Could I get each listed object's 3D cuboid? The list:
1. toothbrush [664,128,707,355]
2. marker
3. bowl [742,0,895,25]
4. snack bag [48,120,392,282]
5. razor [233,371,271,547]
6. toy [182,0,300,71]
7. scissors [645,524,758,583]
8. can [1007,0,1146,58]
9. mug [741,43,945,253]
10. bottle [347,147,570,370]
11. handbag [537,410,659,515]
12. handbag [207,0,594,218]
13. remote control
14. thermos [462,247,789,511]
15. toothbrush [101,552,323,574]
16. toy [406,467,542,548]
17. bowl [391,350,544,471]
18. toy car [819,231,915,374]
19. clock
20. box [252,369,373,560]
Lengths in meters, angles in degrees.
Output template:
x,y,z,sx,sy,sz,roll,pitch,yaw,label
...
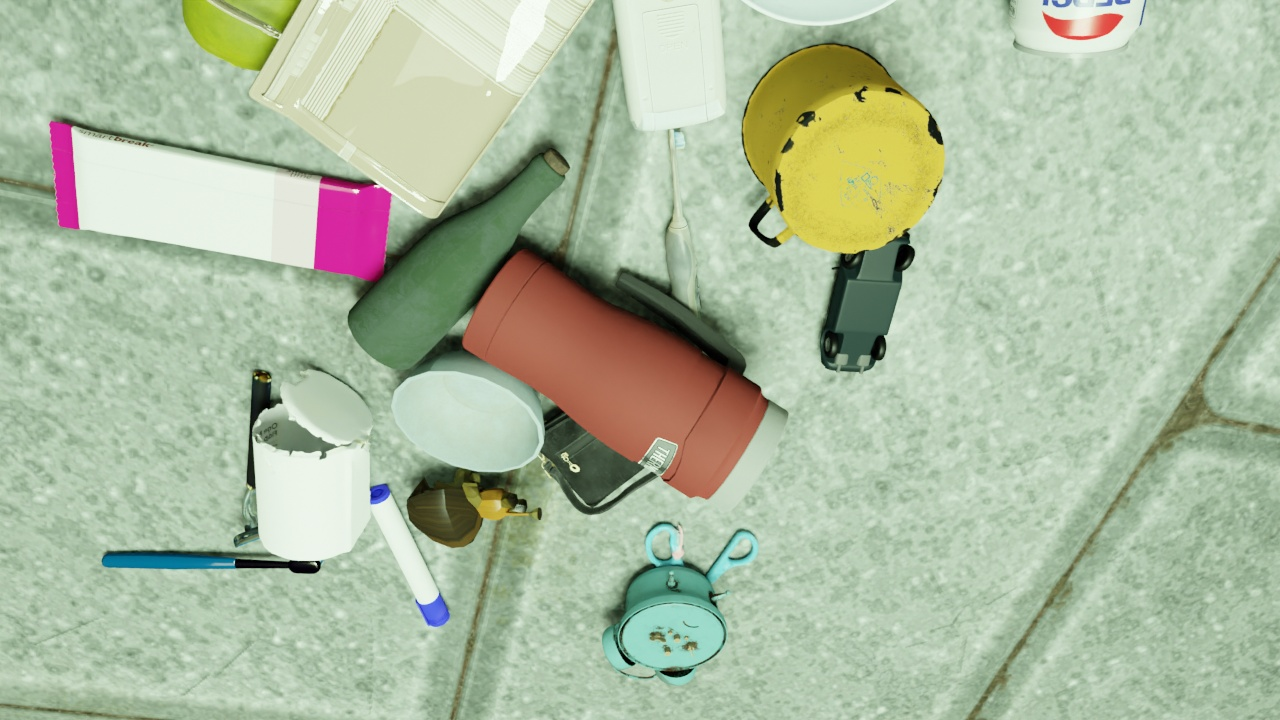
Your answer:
x,y,z,sx,sy,sz,roll,pitch,yaw,label
0.028,-0.064,0.614,0.024,0.022,0.186,-10,121,-2,toothbrush
-0.185,0.159,0.732,0.020,0.020,0.142,-13,122,3,marker
0.090,-0.254,0.469,0.144,0.074,0.144,-2,122,-4,bowl
-0.257,-0.096,0.571,0.196,0.016,0.070,9,121,-11,snack bag
-0.279,0.071,0.671,0.042,0.022,0.144,-18,129,-46,razor
-0.209,-0.207,0.485,0.090,0.051,0.110,20,119,-20,toy
0.057,0.183,0.777,0.111,0.015,0.141,-13,128,4,scissors
0.243,-0.238,0.495,0.070,0.070,0.132,-6,122,-2,can
0.110,-0.115,0.545,0.100,0.094,0.124,32,114,-22,mug
-0.110,-0.068,0.579,0.174,0.055,0.055,-41,116,17,bottle
-0.021,0.051,0.662,0.129,0.054,0.079,-38,113,20,handbag
-0.143,-0.190,0.462,0.197,0.062,0.176,23,121,-37,handbag
0.015,-0.200,0.522,0.060,0.025,0.139,-11,123,-3,remote control
-0.004,0.003,0.592,0.198,0.107,0.084,32,151,1,thermos
-0.335,0.158,0.720,0.167,0.014,0.014,2,110,-3,toothbrush
-0.122,0.108,0.684,0.100,0.062,0.076,-3,159,13,toy
-0.115,0.030,0.638,0.106,0.039,0.106,7,137,6,bowl
0.152,-0.041,0.629,0.046,0.034,0.112,3,122,-6,toy car
0.019,0.225,0.763,0.090,0.053,0.124,24,122,-16,clock
-0.224,0.070,0.642,0.089,0.080,0.143,11,120,6,box
